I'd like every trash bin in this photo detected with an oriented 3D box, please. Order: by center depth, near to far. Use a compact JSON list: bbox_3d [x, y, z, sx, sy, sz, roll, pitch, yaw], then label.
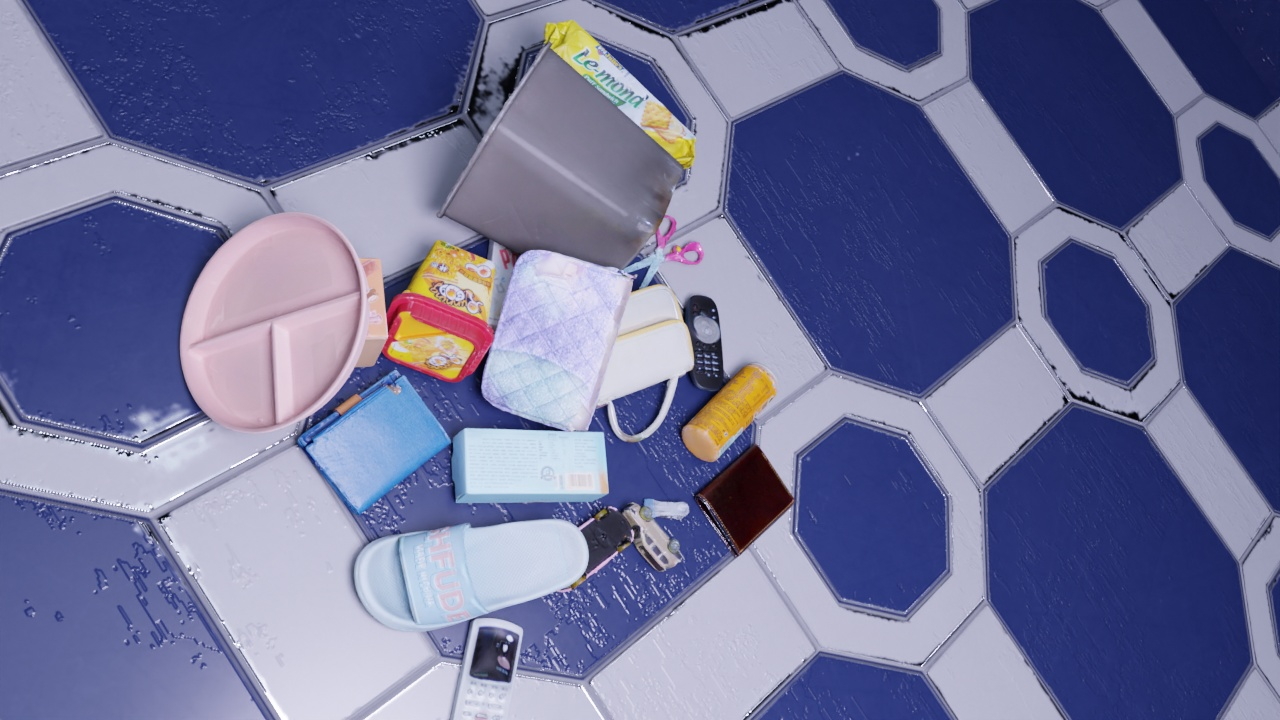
[{"bbox_3d":[-0.088,-0.217,1.094,0.219,0.200,0.198,32,49,-14],"label":"trash bin"}]

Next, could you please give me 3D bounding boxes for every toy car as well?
[{"bbox_3d":[-0.062,0.217,1.050,0.122,0.037,0.056,-32,83,-33],"label":"toy car"},{"bbox_3d":[0.010,0.208,1.086,0.035,0.042,0.090,-37,89,-30],"label":"toy car"}]

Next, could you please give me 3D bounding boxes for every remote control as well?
[{"bbox_3d":[-0.163,0.347,0.960,0.058,0.021,0.149,17,65,-19],"label":"remote control"},{"bbox_3d":[0.083,-0.021,1.219,0.053,0.024,0.136,7,67,-22],"label":"remote control"}]

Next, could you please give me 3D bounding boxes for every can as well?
[{"bbox_3d":[0.117,0.065,1.183,0.058,0.058,0.145,49,58,-2],"label":"can"}]

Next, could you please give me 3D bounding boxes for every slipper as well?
[{"bbox_3d":[-0.171,0.219,0.960,0.245,0.074,0.104,-7,76,-16],"label":"slipper"}]

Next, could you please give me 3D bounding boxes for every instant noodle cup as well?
[{"bbox_3d":[-0.222,-0.059,1.042,0.116,0.116,0.123,22,51,-16],"label":"instant noodle cup"}]

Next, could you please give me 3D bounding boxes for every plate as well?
[{"bbox_3d":[-0.367,-0.038,0.927,0.028,0.230,0.229,30,47,-65],"label":"plate"}]

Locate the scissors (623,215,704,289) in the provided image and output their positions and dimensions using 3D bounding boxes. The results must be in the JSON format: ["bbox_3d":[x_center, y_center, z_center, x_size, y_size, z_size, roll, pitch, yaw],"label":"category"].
[{"bbox_3d":[0.022,-0.149,1.246,0.135,0.017,0.105,-23,83,-27],"label":"scissors"}]

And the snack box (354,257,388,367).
[{"bbox_3d":[-0.324,-0.051,0.993,0.077,0.093,0.094,-2,72,-26],"label":"snack box"}]

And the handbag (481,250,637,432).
[{"bbox_3d":[-0.096,-0.027,1.052,0.134,0.075,0.194,19,100,2],"label":"handbag"}]

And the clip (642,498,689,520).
[{"bbox_3d":[0.030,0.182,1.119,0.056,0.029,0.024,9,65,-15],"label":"clip"}]

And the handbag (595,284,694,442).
[{"bbox_3d":[-0.007,0.007,1.142,0.163,0.063,0.178,-20,89,-26],"label":"handbag"}]

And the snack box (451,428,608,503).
[{"bbox_3d":[-0.124,0.121,1.048,0.174,0.052,0.074,4,68,-25],"label":"snack box"}]

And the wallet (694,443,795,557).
[{"bbox_3d":[0.136,0.178,1.172,0.122,0.020,0.096,-35,93,-33],"label":"wallet"}]

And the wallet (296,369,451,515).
[{"bbox_3d":[-0.286,0.086,0.992,0.132,0.040,0.106,-41,100,-32],"label":"wallet"}]

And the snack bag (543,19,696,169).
[{"bbox_3d":[-0.048,-0.307,1.190,0.246,0.158,0.068,43,65,-5],"label":"snack bag"}]

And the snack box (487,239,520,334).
[{"bbox_3d":[-0.147,-0.099,1.129,0.084,0.027,0.156,12,61,-21],"label":"snack box"}]
